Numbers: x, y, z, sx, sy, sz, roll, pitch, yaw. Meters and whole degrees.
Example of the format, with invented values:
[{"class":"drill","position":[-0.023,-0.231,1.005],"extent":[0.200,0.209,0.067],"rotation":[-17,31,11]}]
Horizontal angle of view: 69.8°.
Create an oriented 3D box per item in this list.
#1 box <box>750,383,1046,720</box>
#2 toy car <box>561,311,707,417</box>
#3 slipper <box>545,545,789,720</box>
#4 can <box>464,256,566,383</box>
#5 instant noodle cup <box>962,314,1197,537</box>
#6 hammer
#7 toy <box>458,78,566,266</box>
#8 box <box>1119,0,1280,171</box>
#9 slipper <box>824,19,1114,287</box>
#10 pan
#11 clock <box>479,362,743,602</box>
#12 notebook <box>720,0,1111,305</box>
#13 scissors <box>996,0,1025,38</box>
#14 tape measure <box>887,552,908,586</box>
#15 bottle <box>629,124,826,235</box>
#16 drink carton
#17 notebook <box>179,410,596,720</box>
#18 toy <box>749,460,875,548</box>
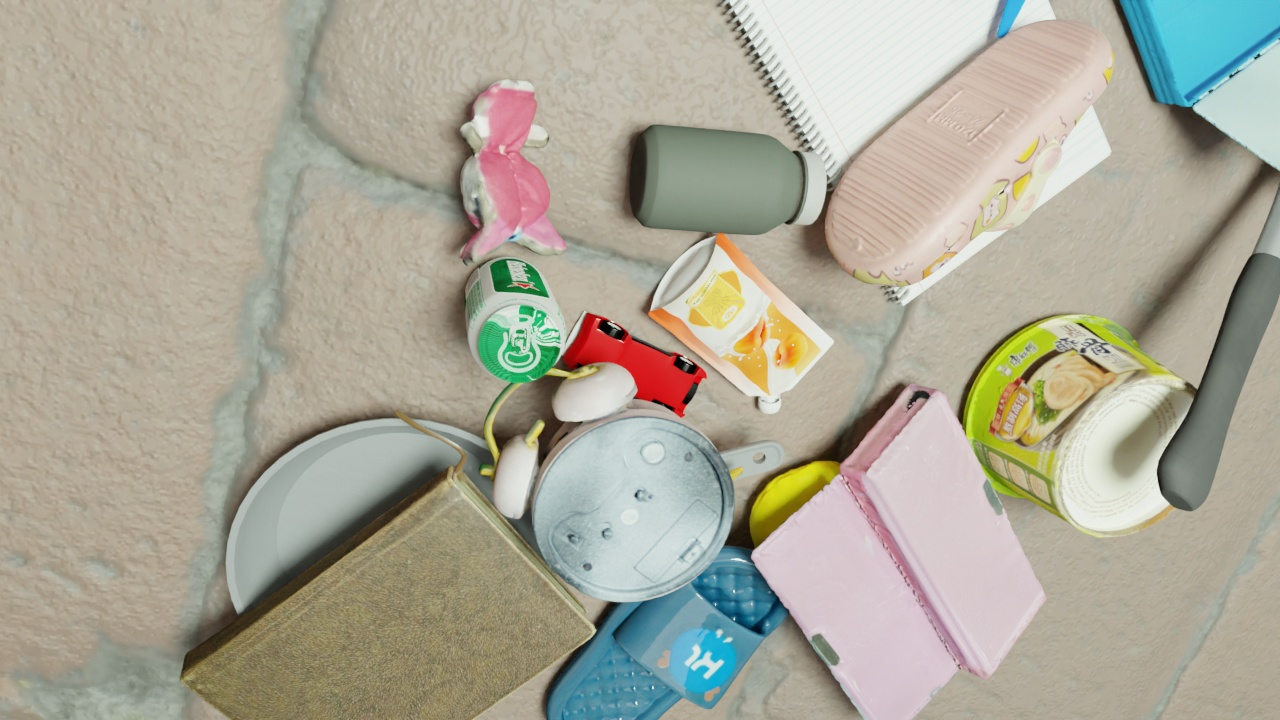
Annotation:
[{"class":"box","position":[0.195,0.155,0.652],"extent":[0.178,0.039,0.233],"rotation":[-43,118,-13]},{"class":"toy car","position":[-0.004,0.003,0.590],"extent":[0.089,0.025,0.038],"rotation":[25,103,-20]},{"class":"slipper","position":[0.016,0.209,0.648],"extent":[0.214,0.059,0.104],"rotation":[-43,110,13]},{"class":"can","position":[-0.073,-0.025,0.523],"extent":[0.053,0.101,0.053],"rotation":[-4,111,-11]},{"class":"instant noodle cup","position":[0.312,0.048,0.636],"extent":[0.146,0.098,0.146],"rotation":[-4,111,-11]},{"class":"hammer","position":[0.399,-0.042,0.593],"extent":[0.125,0.030,0.310],"rotation":[38,73,-25]},{"class":"toy","position":[-0.080,-0.107,0.526],"extent":[0.065,0.050,0.102],"rotation":[-11,105,-42]},{"class":"box","position":[0.443,-0.238,0.576],"extent":[0.243,0.071,0.170],"rotation":[-36,87,2]},{"class":"slipper","position":[0.199,-0.115,0.552],"extent":[0.197,0.093,0.081],"rotation":[-46,133,1]},{"class":"pan","position":[-0.082,0.103,0.596],"extent":[0.356,0.050,0.201],"rotation":[-17,113,-6]},{"class":"clock","position":[-0.021,0.068,0.541],"extent":[0.158,0.058,0.117],"rotation":[38,98,-18]},{"class":"notebook","position":[0.178,-0.177,0.570],"extent":[0.178,0.013,0.245],"rotation":[-36,113,1]},{"class":"scissors","position":[0.241,-0.259,0.547],"extent":[0.125,0.015,0.127],"rotation":[-13,104,-15]},{"class":"tape measure","position":[0.173,0.172,0.696],"extent":[0.065,0.016,0.064],"rotation":[18,106,-18]},{"class":"bottle","position":[0.051,-0.105,0.543],"extent":[0.108,0.060,0.060],"rotation":[2,109,-13]},{"class":"drink carton","position":[0.068,-0.020,0.596],"extent":[0.122,0.039,0.069],"rotation":[38,98,-28]},{"class":"notebook","position":[-0.163,0.159,0.565],"extent":[0.215,0.034,0.190],"rotation":[-35,113,5]},{"class":"toy","position":[0.124,0.115,0.652],"extent":[0.095,0.041,0.094],"rotation":[-7,108,-10]}]
